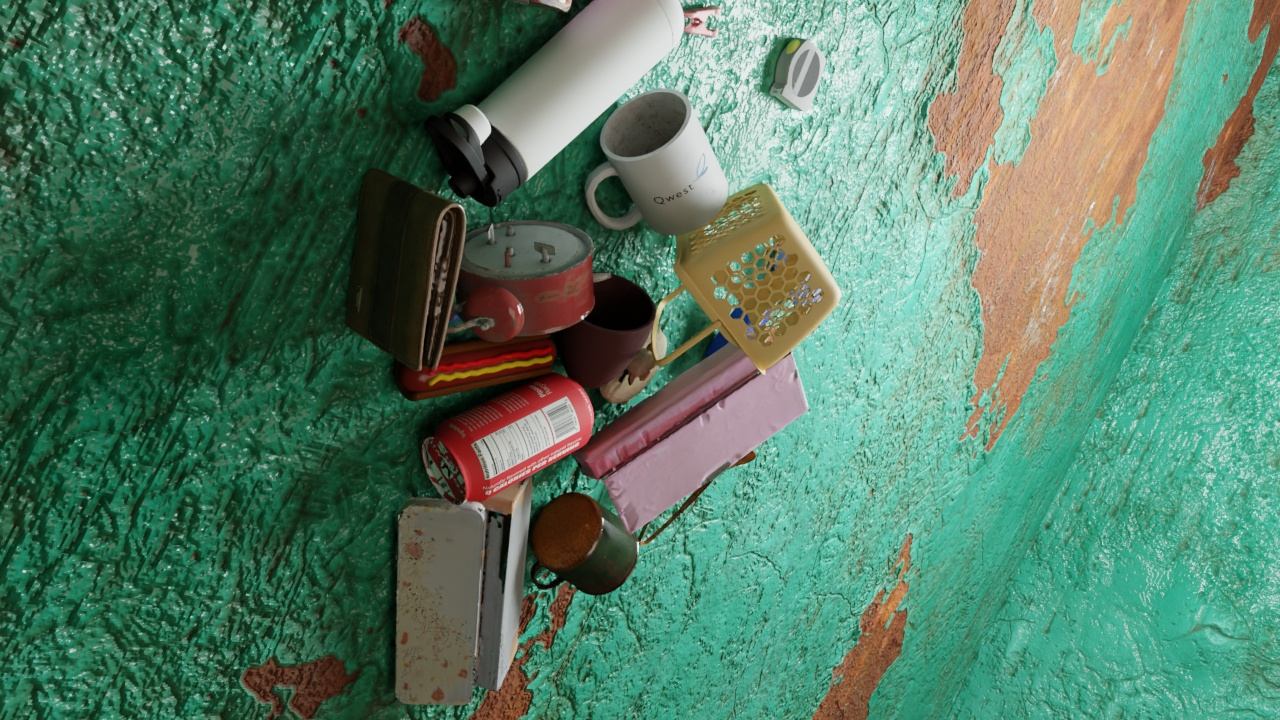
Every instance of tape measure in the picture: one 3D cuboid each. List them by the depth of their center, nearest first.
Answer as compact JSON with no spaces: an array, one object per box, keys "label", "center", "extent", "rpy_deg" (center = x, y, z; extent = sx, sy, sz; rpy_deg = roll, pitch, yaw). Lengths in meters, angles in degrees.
[{"label":"tape measure","center":[0.163,-0.295,0.949],"extent":[0.064,0.017,0.065],"rpy_deg":[13,101,-52]}]

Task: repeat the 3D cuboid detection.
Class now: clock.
[{"label":"clock","center":[-0.103,-0.063,0.696],"extent":[0.156,0.110,0.062],"rpy_deg":[-33,134,-41]}]

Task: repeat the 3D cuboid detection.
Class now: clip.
[{"label":"clip","center":[0.051,-0.297,0.817],"extent":[0.060,0.023,0.044],"rpy_deg":[-43,137,-32]}]

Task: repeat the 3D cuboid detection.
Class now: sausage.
[{"label":"sausage","center":[-0.132,0.002,0.763],"extent":[0.155,0.040,0.040],"rpy_deg":[-12,120,-45]}]

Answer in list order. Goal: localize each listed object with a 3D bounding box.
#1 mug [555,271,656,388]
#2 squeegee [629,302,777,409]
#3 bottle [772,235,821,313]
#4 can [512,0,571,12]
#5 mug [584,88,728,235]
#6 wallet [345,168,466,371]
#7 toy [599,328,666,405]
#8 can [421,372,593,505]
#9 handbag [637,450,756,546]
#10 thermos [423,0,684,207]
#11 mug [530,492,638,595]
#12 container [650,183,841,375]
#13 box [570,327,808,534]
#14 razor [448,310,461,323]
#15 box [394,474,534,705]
[{"label":"mug","center":[-0.035,-0.027,0.840],"extent":[0.113,0.087,0.089],"rpy_deg":[-60,172,-51]},{"label":"squeegee","center":[0.105,-0.013,1.013],"extent":[0.249,0.055,0.185],"rpy_deg":[8,120,-48]},{"label":"bottle","center":[0.180,-0.106,1.053],"extent":[0.048,0.048,0.131],"rpy_deg":[-55,142,-11]},{"label":"can","center":[-0.070,-0.309,0.631],"extent":[0.066,0.067,0.124],"rpy_deg":[-6,116,-47]},{"label":"mug","center":[0.007,-0.163,0.805],"extent":[0.119,0.083,0.096],"rpy_deg":[-32,139,4]},{"label":"wallet","center":[-0.166,-0.063,0.637],"extent":[0.026,0.099,0.121],"rpy_deg":[-8,117,-49]},{"label":"toy","center":[-0.005,0.005,0.897],"extent":[0.087,0.050,0.112],"rpy_deg":[-52,171,-10]},{"label":"can","center":[-0.111,0.066,0.795],"extent":[0.142,0.074,0.074],"rpy_deg":[-27,129,-38]},{"label":"handbag","center":[0.062,0.140,1.045],"extent":[0.196,0.043,0.093],"rpy_deg":[-52,145,7]},{"label":"thermos","center":[-0.061,-0.213,0.686],"extent":[0.229,0.068,0.101],"rpy_deg":[-47,165,-18]},{"label":"mug","center":[-0.068,0.191,0.920],"extent":[0.111,0.085,0.081],"rpy_deg":[-37,139,5]},{"label":"container","center":[0.080,-0.064,0.838],"extent":[0.167,0.183,0.129],"rpy_deg":[-35,106,13]},{"label":"box","center":[0.057,0.072,0.908],"extent":[0.232,0.099,0.107],"rpy_deg":[-34,98,-15]},{"label":"razor","center":[-0.134,-0.042,0.752],"extent":[0.140,0.018,0.044],"rpy_deg":[-17,149,-40]},{"label":"box","center":[-0.165,0.207,0.847],"extent":[0.114,0.096,0.217],"rpy_deg":[-55,155,-66]}]
